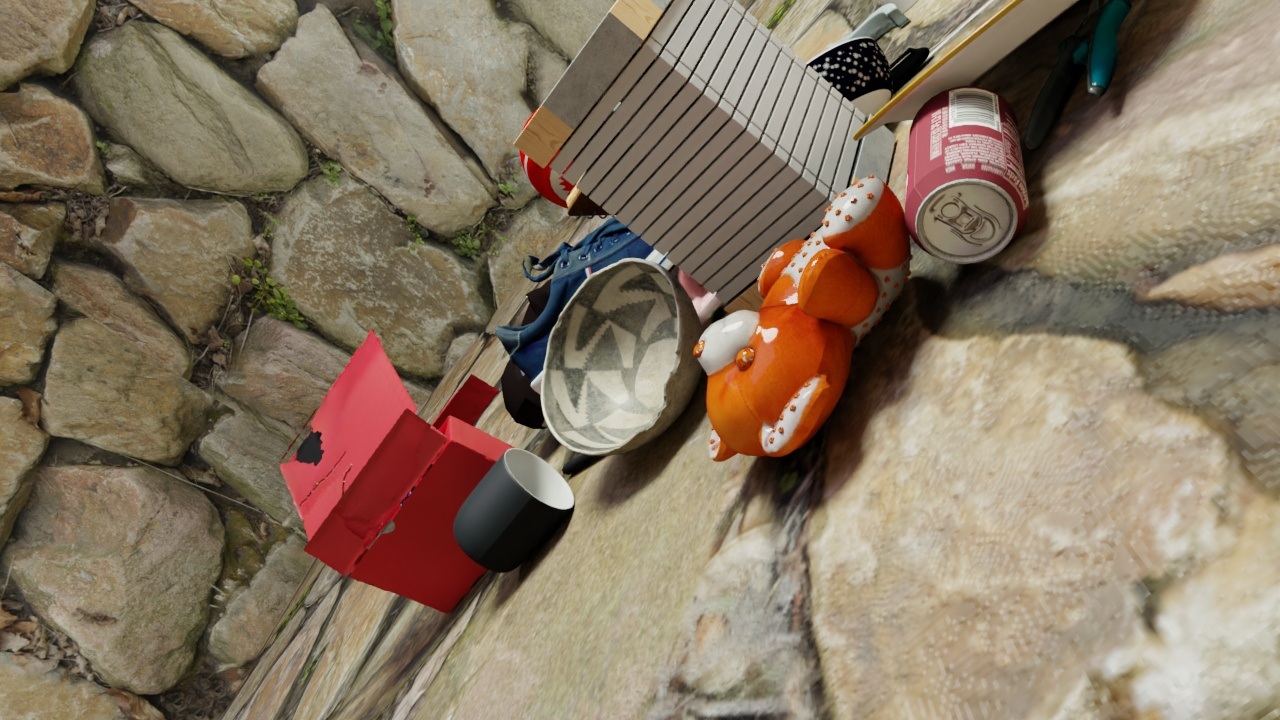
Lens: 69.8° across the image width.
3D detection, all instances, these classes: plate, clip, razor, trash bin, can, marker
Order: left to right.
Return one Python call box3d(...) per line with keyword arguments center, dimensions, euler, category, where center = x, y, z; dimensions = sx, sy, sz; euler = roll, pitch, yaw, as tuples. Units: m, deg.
box3d(center=(-0.044, 0.089, 0.913), dimensions=(0.145, 0.022, 0.042), euler=(-40, 58, 56), category="razor")
box3d(center=(0.058, -0.176, 0.737), dimensions=(0.143, 0.247, 0.142), euler=(-40, 19, 45), category="trash bin")
box3d(center=(0.217, -0.317, 1.028), dimensions=(0.158, 0.030, 0.174), euler=(-54, 13, -9), category="clip")
box3d(center=(0.218, -0.250, 0.869), dimensions=(0.139, 0.022, 0.016), euler=(-37, 26, 47), category="marker")
box3d(center=(0.186, -0.108, 0.528), dimensions=(0.063, 0.063, 0.113), euler=(-42, 17, 39), category="can")
box3d(center=(0.239, -0.213, 0.599), dimensions=(0.230, 0.021, 0.230), euler=(-37, 1, 0), category="plate")

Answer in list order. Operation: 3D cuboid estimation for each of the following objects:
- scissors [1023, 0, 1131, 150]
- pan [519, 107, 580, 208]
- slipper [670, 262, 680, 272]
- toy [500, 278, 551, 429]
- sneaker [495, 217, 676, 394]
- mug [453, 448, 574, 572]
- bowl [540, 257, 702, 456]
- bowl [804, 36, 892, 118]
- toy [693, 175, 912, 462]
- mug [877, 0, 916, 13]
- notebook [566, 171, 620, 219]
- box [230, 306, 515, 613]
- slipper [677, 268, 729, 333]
box3d(center=(0.264, -0.180, 0.542), dimensions=(0.123, 0.019, 0.148), euler=(-52, 7, 21), category="scissors")
box3d(center=(0.037, -0.255, 1.067), dimensions=(0.209, 0.356, 0.067), euler=(73, -172, -66), category="pan")
box3d(center=(0.047, -0.152, 1.030), dimensions=(0.240, 0.094, 0.064), euler=(-44, 33, 50), category="slipper")
box3d(center=(-0.109, 0.001, 1.085), dimensions=(0.184, 0.140, 0.159), euler=(-54, 37, 30), category="toy")
box3d(center=(-0.038, -0.105, 0.944), dimensions=(0.295, 0.127, 0.120), euler=(-44, 2, 6), category="sneaker")
box3d(center=(-0.120, 0.148, 0.912), dimensions=(0.095, 0.085, 0.121), euler=(-50, -14, 14), category="mug")
box3d(center=(-0.005, 0.005, 0.814), dimensions=(0.179, 0.081, 0.178), euler=(-21, 59, 39), category="bowl")
box3d(center=(0.175, -0.220, 0.818), dimensions=(0.120, 0.066, 0.120), euler=(-28, -11, -6), category="bowl")
box3d(center=(0.092, -0.019, 0.563), dimensions=(0.172, 0.093, 0.164), euler=(-60, 8, -17), category="toy")
box3d(center=(0.275, -0.434, 0.988), dimensions=(0.073, 0.089, 0.105), euler=(-54, 13, -1), category="mug")
box3d(center=(0.039, -0.216, 1.034), dimensions=(0.168, 0.225, 0.024), euler=(-47, 58, 48), category="notebook")
box3d(center=(-0.276, 0.121, 0.980), dimensions=(0.211, 0.318, 0.121), euler=(-51, 5, 18), category="box")
box3d(center=(0.075, -0.095, 0.892), dimensions=(0.107, 0.055, 0.221), euler=(-48, 15, 30), category="slipper")
